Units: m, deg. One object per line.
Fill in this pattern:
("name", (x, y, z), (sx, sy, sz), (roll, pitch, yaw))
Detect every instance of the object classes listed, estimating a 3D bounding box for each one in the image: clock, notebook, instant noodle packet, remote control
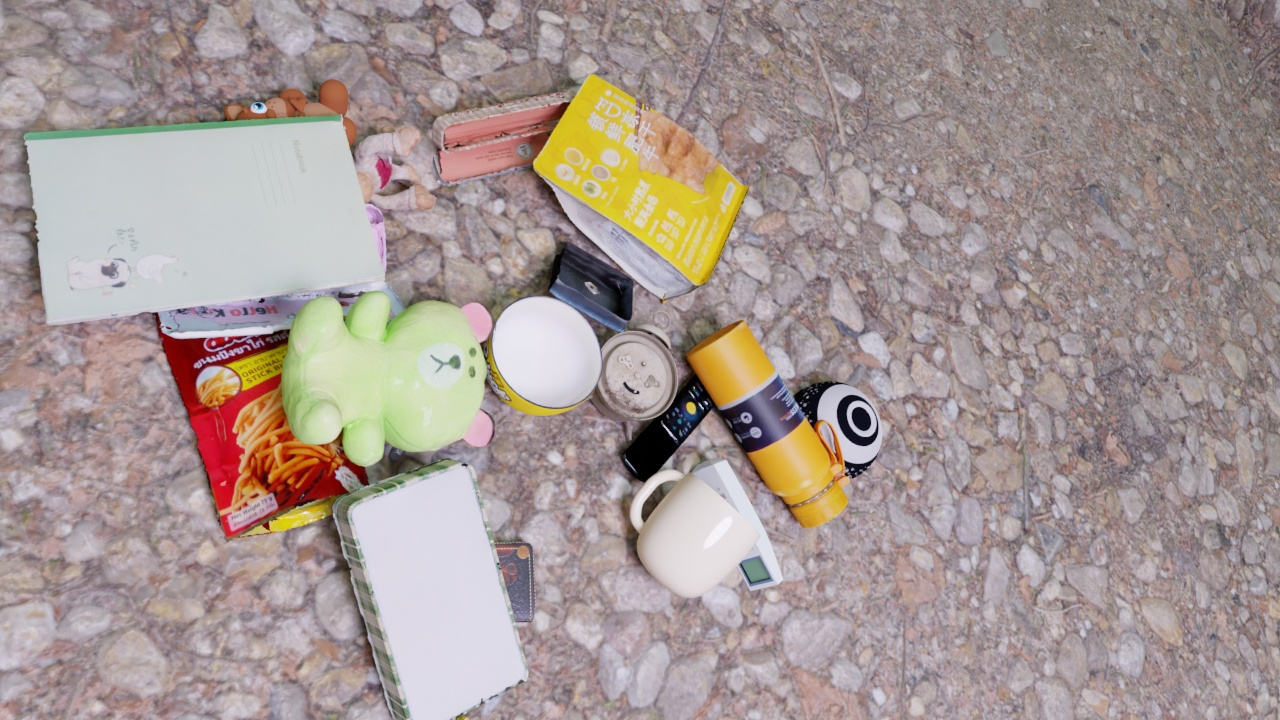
("clock", (-0.005, 0.005, 0.965), (0.093, 0.055, 0.140), (36, 64, -15))
("notebook", (-0.361, -0.127, 0.769), (0.252, 0.010, 0.181), (-11, 67, -24))
("instant noodle packet", (-0.004, -0.194, 1.014), (0.221, 0.084, 0.162), (38, 58, -21))
("remote control", (0.103, 0.169, 0.962), (0.024, 0.050, 0.143), (-24, 84, -36))
("remote control", (0.033, 0.070, 0.981), (0.041, 0.020, 0.151), (51, 54, -8))

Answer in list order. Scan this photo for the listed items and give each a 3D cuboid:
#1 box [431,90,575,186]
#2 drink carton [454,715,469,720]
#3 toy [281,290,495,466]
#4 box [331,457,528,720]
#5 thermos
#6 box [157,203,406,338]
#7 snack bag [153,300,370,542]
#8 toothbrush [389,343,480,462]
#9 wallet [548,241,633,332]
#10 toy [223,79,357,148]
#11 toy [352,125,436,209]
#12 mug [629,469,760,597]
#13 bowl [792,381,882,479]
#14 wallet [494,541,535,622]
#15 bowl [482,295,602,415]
("box", (-0.140, -0.239, 0.987), (0.186, 0.083, 0.041), (-23, 53, -33))
("drink carton", (-0.174, 0.356, 0.733), (0.058, 0.043, 0.134), (50, 55, -7))
("toy", (-0.212, 0.015, 0.774), (0.196, 0.107, 0.150), (13, 69, -57))
("box", (-0.171, 0.193, 0.759), (0.117, 0.051, 0.205), (-21, 101, -35))
("thermos", (0.148, 0.068, 0.999), (0.232, 0.092, 0.076), (57, 25, -4))
("box", (-0.320, -0.074, 0.811), (0.201, 0.077, 0.146), (-6, 70, -31))
("snack bag", (-0.317, 0.041, 0.784), (0.138, 0.067, 0.207), (-13, 68, -28))
("toothbrush", (-0.190, 0.029, 0.875), (0.013, 0.013, 0.167), (37, 59, -12))
("wallet", (-0.052, -0.076, 0.959), (0.089, 0.026, 0.114), (30, 23, -13))
("toy", (-0.337, -0.221, 0.862), (0.127, 0.065, 0.095), (-11, 68, -27))
("toy", (-0.260, -0.181, 0.880), (0.105, 0.085, 0.074), (-20, 46, -18))
("mug", (0.041, 0.169, 0.897), (0.120, 0.096, 0.099), (42, 83, 7))
("bowl", (0.235, 0.077, 1.066), (0.120, 0.067, 0.120), (11, 65, -26))
("wallet", (-0.155, 0.200, 0.820), (0.123, 0.020, 0.072), (6, 69, -28))
("bowl", (-0.103, 0.002, 0.901), (0.117, 0.068, 0.117), (11, 65, -26))
